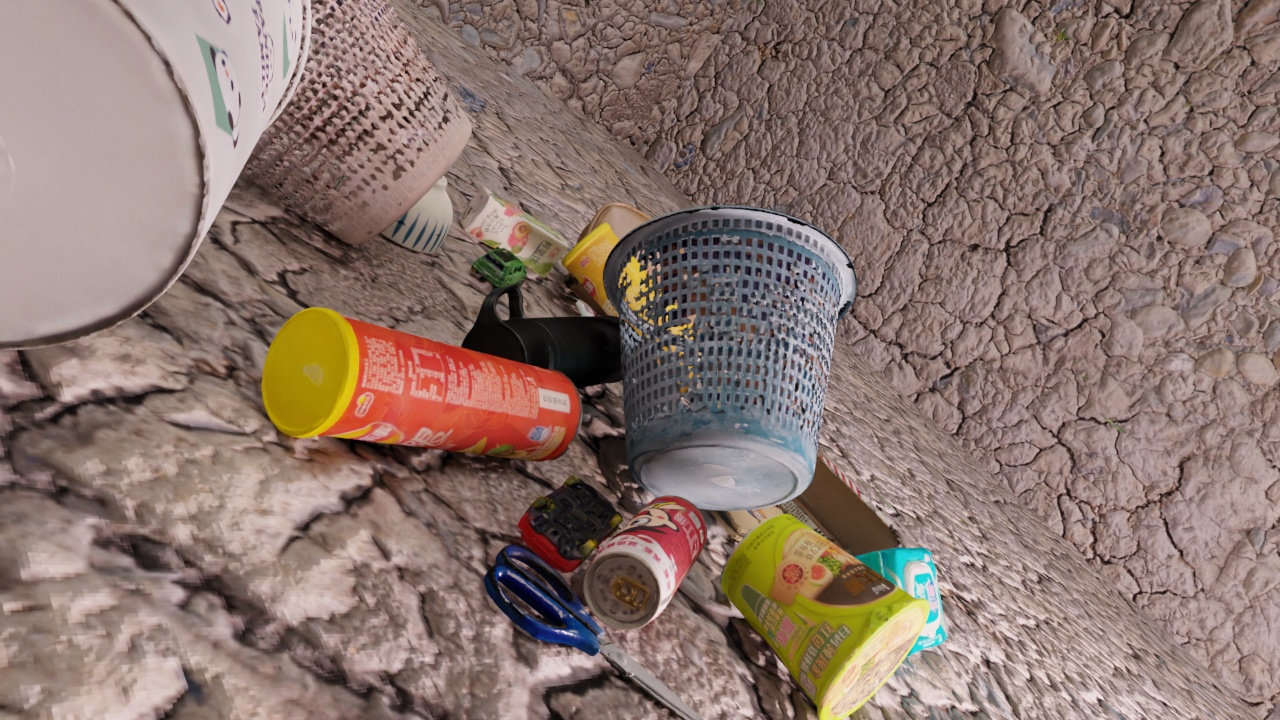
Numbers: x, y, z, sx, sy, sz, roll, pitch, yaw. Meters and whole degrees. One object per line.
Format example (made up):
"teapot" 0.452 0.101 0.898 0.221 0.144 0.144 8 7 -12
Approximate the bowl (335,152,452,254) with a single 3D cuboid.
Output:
"bowl" -0.232 -0.166 0.904 0.116 0.066 0.116 36 15 -11

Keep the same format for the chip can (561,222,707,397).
"chip can" 0.003 -0.058 1.067 0.213 0.072 0.072 49 14 -2

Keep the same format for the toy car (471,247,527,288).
"toy car" -0.146 -0.098 0.976 0.043 0.036 0.091 38 11 1

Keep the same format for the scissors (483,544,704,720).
"scissors" -0.019 0.170 0.516 0.175 0.012 0.108 45 14 18

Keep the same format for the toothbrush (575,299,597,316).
"toothbrush" -0.006 0.006 0.974 0.187 0.017 0.016 50 16 3

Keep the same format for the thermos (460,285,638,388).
"thermos" -0.071 -0.017 0.808 0.068 0.090 0.242 -1 1 19

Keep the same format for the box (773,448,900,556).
"box" 0.181 0.159 0.936 0.087 0.076 0.162 -12 52 -49

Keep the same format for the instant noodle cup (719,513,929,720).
"instant noodle cup" 0.126 0.179 0.673 0.123 0.112 0.111 39 12 36

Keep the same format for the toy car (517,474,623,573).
"toy car" -0.044 0.107 0.603 0.049 0.031 0.106 41 16 7

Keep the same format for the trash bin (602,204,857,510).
"trash bin" 0.070 0.013 0.780 0.226 0.227 0.194 29 53 -33

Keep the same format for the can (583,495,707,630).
"can" 0.006 0.131 0.609 0.053 0.053 0.132 41 15 8

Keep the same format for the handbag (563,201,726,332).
"handbag" 0.002 -0.096 1.167 0.204 0.100 0.147 38 59 -6

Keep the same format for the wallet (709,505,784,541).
"wallet" 0.110 0.153 0.859 0.115 0.024 0.087 29 18 -38

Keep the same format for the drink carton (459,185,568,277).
"drink carton" -0.150 -0.153 1.092 0.122 0.053 0.045 29 17 -36

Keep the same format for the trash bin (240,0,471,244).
"trash bin" -0.254 -0.211 0.748 0.192 0.228 0.227 46 10 -26

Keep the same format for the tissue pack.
"tissue pack" 0.233 0.217 0.829 0.133 0.050 0.093 15 66 -56

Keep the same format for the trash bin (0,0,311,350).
"trash bin" -0.285 -0.149 0.440 0.229 0.230 0.251 30 22 -31

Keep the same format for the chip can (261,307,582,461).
"chip can" -0.125 0.022 0.582 0.073 0.073 0.216 47 17 30
